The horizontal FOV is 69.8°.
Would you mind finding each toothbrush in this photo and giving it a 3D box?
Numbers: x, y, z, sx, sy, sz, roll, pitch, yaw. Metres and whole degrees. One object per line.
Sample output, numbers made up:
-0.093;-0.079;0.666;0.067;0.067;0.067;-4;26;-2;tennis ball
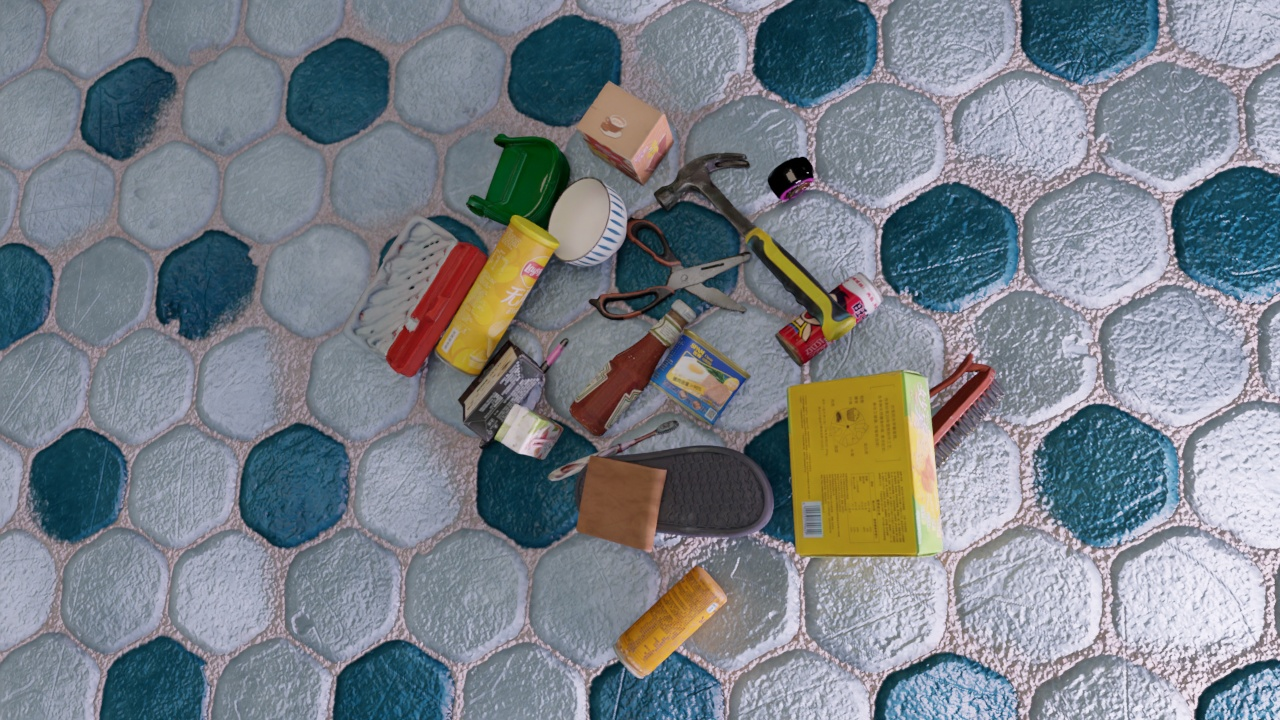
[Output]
-0.157;0.044;1.235;0.014;0.018;0.189;38;87;4;toothbrush
-0.036;0.118;1.199;0.187;0.017;0.016;-23;76;5;toothbrush

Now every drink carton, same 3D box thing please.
-0.139;0.093;1.168;0.045;0.122;0.053;30;86;12;drink carton

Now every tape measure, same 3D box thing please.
0.198;-0.235;1.196;0.058;0.057;0.039;-27;78;-4;tape measure

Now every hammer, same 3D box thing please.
0.157;-0.151;1.173;0.126;0.032;0.323;-39;64;0;hammer

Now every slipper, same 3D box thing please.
0.047;0.165;1.152;0.269;0.083;0.110;-3;77;29;slipper

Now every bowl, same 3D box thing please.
-0.061;-0.177;1.219;0.117;0.066;0.116;-15;67;39;bowl

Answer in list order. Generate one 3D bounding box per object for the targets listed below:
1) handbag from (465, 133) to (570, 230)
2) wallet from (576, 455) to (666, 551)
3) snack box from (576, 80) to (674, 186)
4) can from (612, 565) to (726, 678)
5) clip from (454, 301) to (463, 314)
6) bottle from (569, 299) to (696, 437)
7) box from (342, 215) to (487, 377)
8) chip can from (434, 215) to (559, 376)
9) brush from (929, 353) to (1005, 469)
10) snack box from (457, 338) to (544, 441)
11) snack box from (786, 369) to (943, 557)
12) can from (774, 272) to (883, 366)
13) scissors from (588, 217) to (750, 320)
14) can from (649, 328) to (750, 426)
-0.166;-0.245;1.259;0.120;0.068;0.131;17;84;14;handbag
-0.025;0.174;1.134;0.115;0.020;0.101;8;85;36;wallet
-0.019;-0.302;1.228;0.093;0.094;0.077;35;88;14;snack box
0.037;0.322;1.130;0.146;0.058;0.058;-43;76;1;can
-0.227;-0.074;1.267;0.058;0.043;0.026;-2;78;6;clip
-0.007;0.007;1.191;0.060;0.060;0.206;42;90;14;bottle
-0.306;-0.086;1.261;0.154;0.074;0.201;30;87;27;box
-0.190;-0.084;1.208;0.072;0.072;0.213;36;102;14;chip can
0.374;0.060;1.111;0.069;0.063;0.146;44;89;1;brush
-0.185;0.037;1.202;0.053;0.125;0.113;40;90;-13;snack box
0.262;0.125;1.084;0.158;0.070;0.210;-10;77;39;snack box
0.238;-0.053;1.159;0.133;0.053;0.053;-38;76;2;can
0.037;-0.110;1.225;0.225;0.015;0.189;40;89;14;scissors
0.074;0.022;1.164;0.102;0.057;0.083;36;90;-9;can
